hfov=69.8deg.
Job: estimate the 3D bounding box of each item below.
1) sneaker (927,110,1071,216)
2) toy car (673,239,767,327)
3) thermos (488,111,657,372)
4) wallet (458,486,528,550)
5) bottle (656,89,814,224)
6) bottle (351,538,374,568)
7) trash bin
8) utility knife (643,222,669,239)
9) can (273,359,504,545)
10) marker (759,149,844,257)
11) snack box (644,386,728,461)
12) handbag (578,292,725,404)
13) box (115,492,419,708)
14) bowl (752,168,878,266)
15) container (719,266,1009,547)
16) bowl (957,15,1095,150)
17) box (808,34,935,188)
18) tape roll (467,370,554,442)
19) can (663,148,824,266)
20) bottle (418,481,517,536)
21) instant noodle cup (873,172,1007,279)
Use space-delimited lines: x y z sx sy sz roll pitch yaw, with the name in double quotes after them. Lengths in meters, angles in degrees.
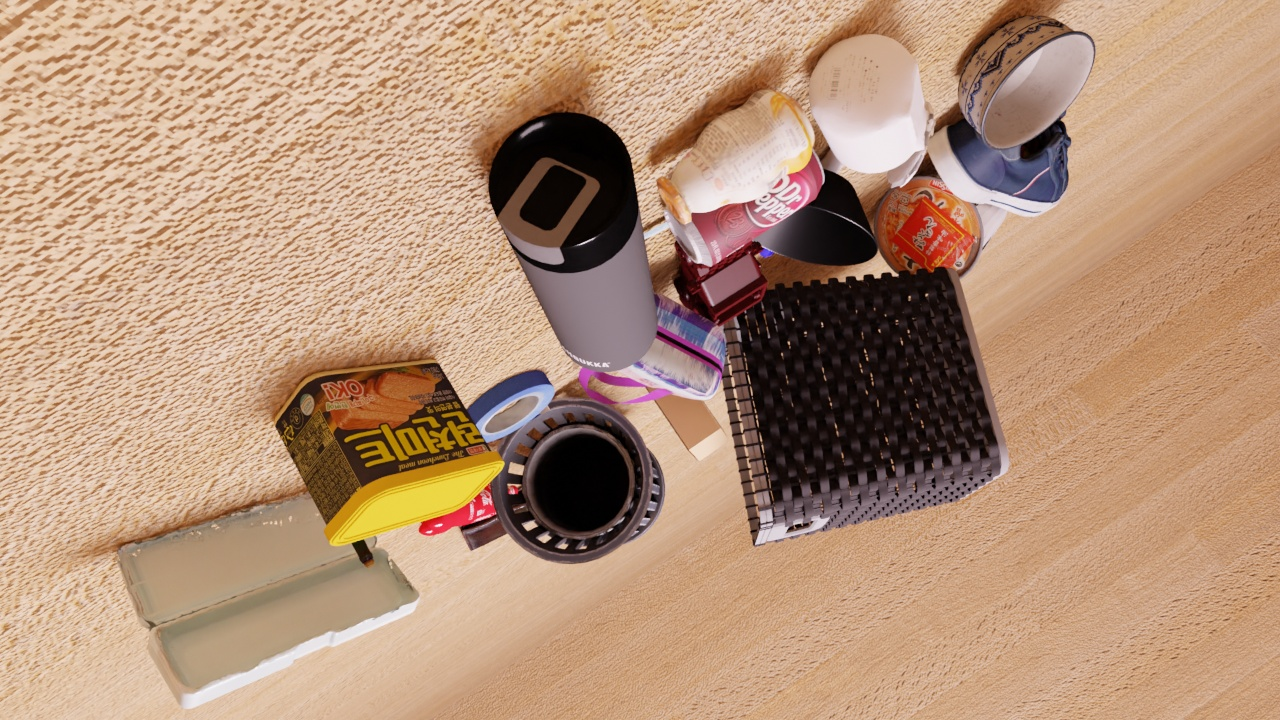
0.419 -0.233 0.971 0.128 0.120 0.293 -31 165 38 "sneaker"
0.071 -0.075 0.812 0.070 0.062 0.170 -33 168 -6 "toy car"
-0.036 -0.066 0.619 0.082 0.082 0.240 -32 163 -6 "thermos"
-0.175 0.201 1.188 0.119 0.031 0.099 -27 159 -14 "wallet"
0.065 -0.139 0.638 0.109 0.063 0.063 -34 163 -2 "bottle"
-0.231 0.112 0.703 0.025 0.106 0.025 -31 163 -11 "bottle"
-0.053 0.139 1.025 0.164 0.164 0.227 -35 167 1 "trash bin"
0.052 -0.127 0.739 0.168 0.015 0.022 -28 161 -10 "utility knife"
-0.181 0.061 0.664 0.073 0.101 0.130 -44 160 30 "can"
0.150 -0.147 0.846 0.020 0.020 0.142 -21 159 -38 "marker"
0.037 0.037 0.959 0.040 0.125 0.088 -35 163 1 "snack box"
-0.005 0.005 0.854 0.170 0.144 0.067 -30 -143 60 "handbag"
-0.287 0.177 0.723 0.196 0.136 0.043 -14 148 -49 "box"
0.148 -0.131 0.790 0.124 0.124 0.052 61 46 -73 "bowl"
0.225 0.053 1.007 0.244 0.245 0.247 -10 163 2 "container"
0.330 -0.250 0.807 0.115 0.059 0.116 -22 146 -16 "bowl"
0.184 -0.182 0.701 0.092 0.081 0.161 4 176 19 "box"
-0.125 0.045 0.867 0.091 0.016 0.093 -28 162 -18 "tape roll"
0.078 -0.125 0.700 0.114 0.063 0.063 -33 163 -3 "can"
-0.189 0.159 1.017 0.042 0.042 0.141 -45 160 31 "bottle"
0.346 -0.161 1.027 0.121 0.123 0.124 -32 166 -41 "instant noodle cup"
